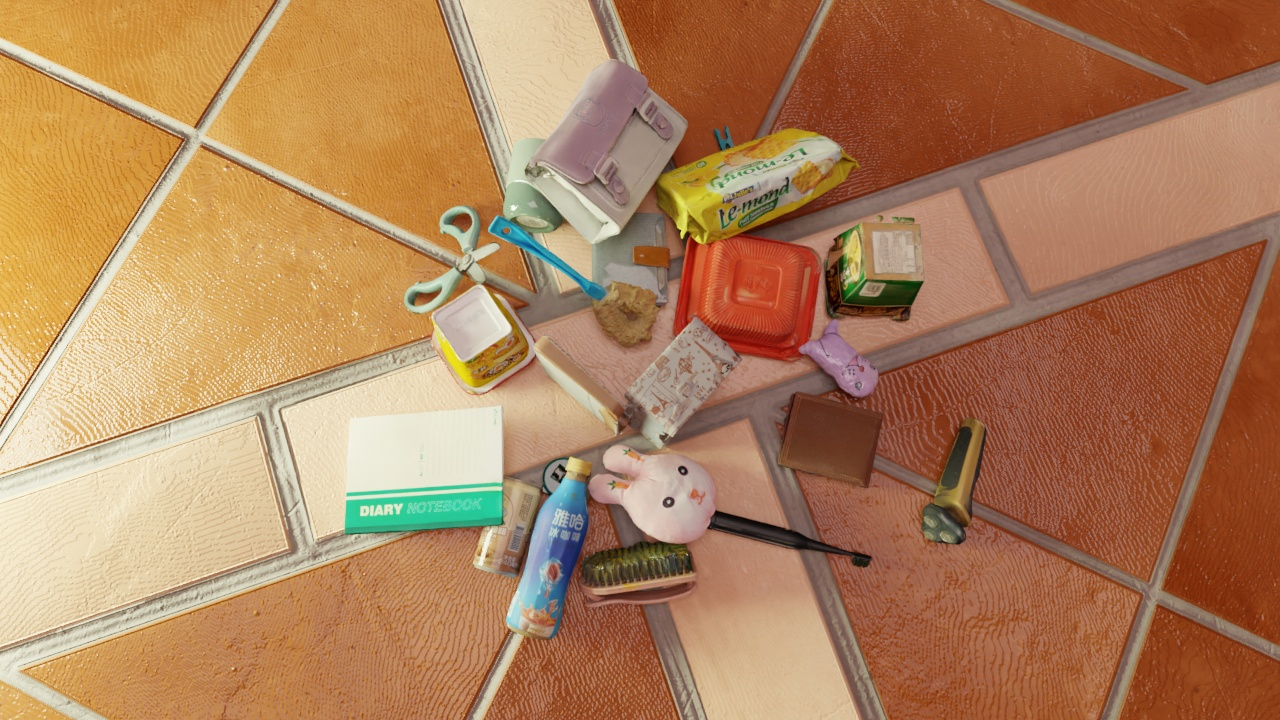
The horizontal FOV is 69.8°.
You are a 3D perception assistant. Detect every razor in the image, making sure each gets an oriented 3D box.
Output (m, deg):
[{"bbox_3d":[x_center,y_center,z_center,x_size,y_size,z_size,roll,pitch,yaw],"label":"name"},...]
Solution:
[{"bbox_3d":[0.404,0.151,1.170,0.067,0.062,0.167,31,71,-25],"label":"razor"}]

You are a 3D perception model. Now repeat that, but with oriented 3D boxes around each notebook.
[{"bbox_3d":[-0.270,0.138,1.148,0.209,0.012,0.150,-6,74,11],"label":"notebook"}]

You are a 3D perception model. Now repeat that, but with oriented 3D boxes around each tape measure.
[{"bbox_3d":[-0.099,0.152,1.172,0.054,0.025,0.058,35,78,5],"label":"tape measure"}]

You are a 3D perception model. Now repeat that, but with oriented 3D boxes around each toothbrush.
[{"bbox_3d":[0.188,0.227,1.162,0.212,0.026,0.027,15,112,1],"label":"toothbrush"}]

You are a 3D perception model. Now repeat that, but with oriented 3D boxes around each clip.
[{"bbox_3d":[0.119,-0.301,1.283,0.045,0.014,0.057,-18,77,-7],"label":"clip"}]

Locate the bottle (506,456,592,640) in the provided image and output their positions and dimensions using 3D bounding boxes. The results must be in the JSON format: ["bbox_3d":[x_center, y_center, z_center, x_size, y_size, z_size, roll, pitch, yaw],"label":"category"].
[{"bbox_3d":[-0.103,0.227,1.124,0.065,0.065,0.218,17,84,2],"label":"bottle"}]

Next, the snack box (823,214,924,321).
[{"bbox_3d":[0.311,-0.121,1.197,0.118,0.106,0.117,0,76,-4],"label":"snack box"}]

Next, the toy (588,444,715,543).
[{"bbox_3d":[0.017,0.164,1.150,0.159,0.054,0.121,19,51,9],"label":"toy"}]

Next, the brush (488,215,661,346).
[{"bbox_3d":[-0.081,-0.105,1.176,0.254,0.045,0.083,34,113,-13],"label":"brush"}]

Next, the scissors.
[{"bbox_3d":[-0.254,-0.122,1.200,0.181,0.019,0.170,-46,47,8],"label":"scissors"}]

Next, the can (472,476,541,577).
[{"bbox_3d":[-0.165,0.206,1.141,0.058,0.058,0.116,14,77,2],"label":"can"}]

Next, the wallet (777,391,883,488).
[{"bbox_3d":[0.246,0.103,1.189,0.124,0.032,0.101,14,81,2],"label":"wallet"}]

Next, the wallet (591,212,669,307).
[{"bbox_3d":[-0.013,-0.136,1.232,0.106,0.037,0.129,-1,78,-1],"label":"wallet"}]

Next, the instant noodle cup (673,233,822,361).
[{"bbox_3d":[0.147,-0.091,1.204,0.189,0.079,0.164,9,81,-4],"label":"instant noodle cup"}]

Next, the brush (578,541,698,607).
[{"bbox_3d":[-0.004,0.267,1.133,0.145,0.063,0.073,-10,108,-2],"label":"brush"}]

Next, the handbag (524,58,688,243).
[{"bbox_3d":[-0.043,-0.275,1.192,0.145,0.099,0.196,38,65,-18],"label":"handbag"}]

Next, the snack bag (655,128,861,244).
[{"bbox_3d":[0.144,-0.231,1.206,0.246,0.158,0.068,-22,119,-5],"label":"snack bag"}]

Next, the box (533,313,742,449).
[{"bbox_3d":[-0.001,0.005,1.129,0.197,0.181,0.157,40,81,7],"label":"box"}]

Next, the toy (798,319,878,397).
[{"bbox_3d":[0.268,0.002,1.207,0.108,0.039,0.083,45,58,10],"label":"toy"}]

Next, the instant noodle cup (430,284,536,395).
[{"bbox_3d":[-0.204,-0.032,1.159,0.116,0.124,0.116,-34,80,-8],"label":"instant noodle cup"}]

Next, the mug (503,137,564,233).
[{"bbox_3d":[-0.125,-0.228,1.231,0.111,0.082,0.106,13,75,-23],"label":"mug"}]
